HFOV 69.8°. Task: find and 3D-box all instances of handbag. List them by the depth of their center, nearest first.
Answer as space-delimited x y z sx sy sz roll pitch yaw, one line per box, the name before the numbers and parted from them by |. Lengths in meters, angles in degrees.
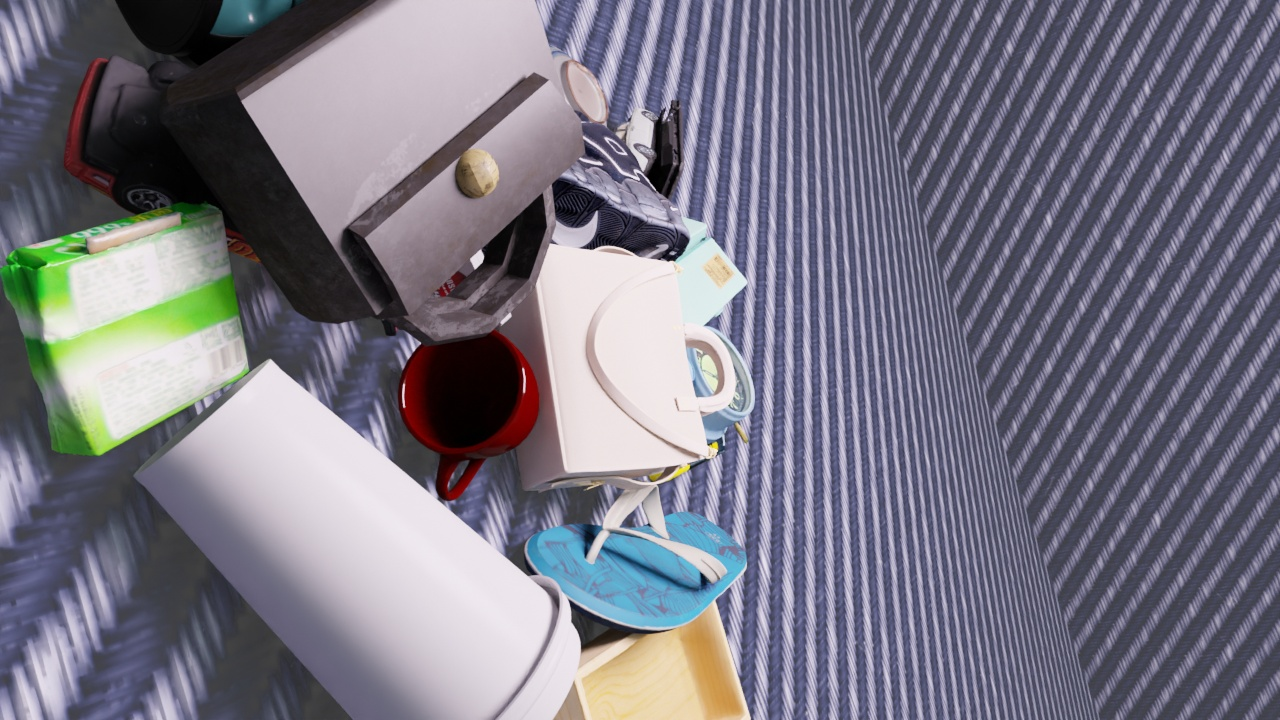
handbag | -0.115 -0.100 0.503 0.196 0.102 0.199 -50 136 -29
handbag | -0.004 0.004 0.733 0.197 0.102 0.194 -1 74 -33

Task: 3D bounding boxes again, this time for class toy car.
toy car | -0.222 -0.098 0.525 0.189 0.056 0.081 26 51 -46
toy car | -0.002 -0.206 0.938 0.071 0.094 0.191 19 33 -9

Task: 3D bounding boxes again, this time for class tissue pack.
tissue pack | -0.236 -0.020 0.435 0.113 0.034 0.100 -45 142 -59

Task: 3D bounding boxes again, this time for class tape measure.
tape measure | -0.129 -0.048 0.651 0.060 0.062 0.020 67 28 -17

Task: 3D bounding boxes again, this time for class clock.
clock | 0.051 0.013 0.917 0.162 0.060 0.117 37 37 -34

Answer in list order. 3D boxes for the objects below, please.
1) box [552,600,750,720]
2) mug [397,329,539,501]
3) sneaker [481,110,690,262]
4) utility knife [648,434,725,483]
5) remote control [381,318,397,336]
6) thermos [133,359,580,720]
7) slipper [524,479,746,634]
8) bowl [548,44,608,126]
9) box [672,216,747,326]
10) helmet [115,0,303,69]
box | 0.034 0.313 0.679 0.246 0.068 0.253 -3 65 -64
mug | -0.110 0.042 0.624 0.088 0.087 0.114 51 55 -71
sneaker | -0.076 -0.161 0.766 0.252 0.097 0.150 10 47 -42
utility knife | 0.053 0.093 0.922 0.172 0.020 0.029 -13 86 -62
remote control | -0.171 -0.087 0.632 0.046 0.021 0.140 106 -18 -60
thermos | -0.143 0.109 0.474 0.222 0.132 0.131 51 33 -18
slipper | 0.022 0.151 0.741 0.118 0.060 0.294 41 16 23
bowl | -0.072 -0.246 0.877 0.150 0.057 0.150 37 42 -44
box | 0.033 -0.096 0.925 0.139 0.052 0.186 31 30 9
helmet | -0.202 -0.273 0.559 0.199 0.177 0.275 -11 94 -56
